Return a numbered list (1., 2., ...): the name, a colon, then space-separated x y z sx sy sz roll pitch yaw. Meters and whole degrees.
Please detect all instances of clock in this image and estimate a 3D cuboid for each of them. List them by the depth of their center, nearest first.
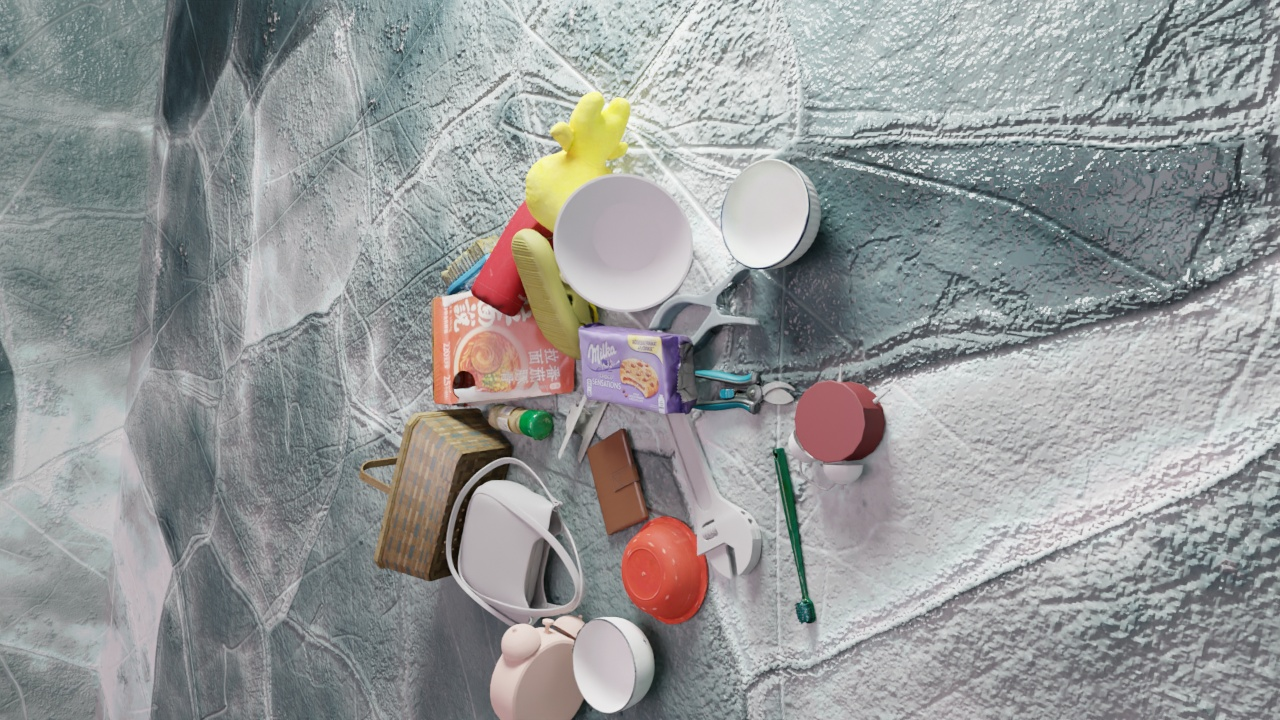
1. clock: 0.201 0.072 0.946 0.087 0.044 0.125 32 110 41
2. clock: -0.122 0.417 1.186 0.086 0.130 0.160 1 87 45

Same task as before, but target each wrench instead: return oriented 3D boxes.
1. wrench: 0.072 0.125 1.092 0.087 0.018 0.273 -36 62 38

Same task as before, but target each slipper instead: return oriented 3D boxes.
1. slipper: -0.106 -0.095 1.221 0.092 0.081 0.190 10 128 53

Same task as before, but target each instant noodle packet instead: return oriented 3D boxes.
1. instant noodle packet: -0.189 -0.022 1.327 0.221 0.084 0.164 -6 80 26

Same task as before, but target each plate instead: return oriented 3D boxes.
1. plate: -0.019 -0.149 1.145 0.174 0.036 0.174 3 112 8

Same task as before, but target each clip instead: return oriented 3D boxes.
1. clip: 0.071 -0.067 1.096 0.164 0.027 0.106 -18 75 43
2. clip: -0.081 0.086 1.244 0.057 0.053 0.102 28 110 6

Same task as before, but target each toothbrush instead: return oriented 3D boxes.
1. toothbrush: 0.164 0.189 0.995 0.016 0.017 0.189 -20 74 43

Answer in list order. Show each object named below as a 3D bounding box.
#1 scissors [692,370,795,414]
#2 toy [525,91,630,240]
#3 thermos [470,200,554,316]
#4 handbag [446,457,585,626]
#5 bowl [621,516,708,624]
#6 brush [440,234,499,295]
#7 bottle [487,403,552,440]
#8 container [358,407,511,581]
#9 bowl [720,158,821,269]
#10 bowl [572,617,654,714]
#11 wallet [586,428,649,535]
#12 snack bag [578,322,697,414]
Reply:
1. scissors: 0.109 0.040 1.058 0.150 0.019 0.131 -52 56 28
2. toy: -0.075 -0.240 1.175 0.092 0.133 0.208 38 116 46
3. thermos: -0.146 -0.178 1.262 0.073 0.073 0.240 30 91 42
4. handbag: -0.160 0.264 1.266 0.223 0.095 0.216 21 105 38
5. bowl: 0.019 0.257 1.116 0.131 0.045 0.130 -3 85 45
6. brush: -0.251 -0.129 1.406 0.136 0.055 0.075 -30 89 40
7. bottle: -0.174 0.088 1.323 0.111 0.043 0.043 6 92 46
8. container: -0.320 0.190 1.385 0.186 0.157 0.250 24 105 32
9. bowl: 0.151 -0.155 0.997 0.118 0.062 0.118 -3 86 45
10. bowl: -0.026 0.375 1.141 0.114 0.063 0.113 -4 84 45
11. wallet: -0.031 0.159 1.195 0.088 0.013 0.121 -33 65 44
12. snack bag: -0.007 0.007 1.123 0.206 0.058 0.096 10 108 53
